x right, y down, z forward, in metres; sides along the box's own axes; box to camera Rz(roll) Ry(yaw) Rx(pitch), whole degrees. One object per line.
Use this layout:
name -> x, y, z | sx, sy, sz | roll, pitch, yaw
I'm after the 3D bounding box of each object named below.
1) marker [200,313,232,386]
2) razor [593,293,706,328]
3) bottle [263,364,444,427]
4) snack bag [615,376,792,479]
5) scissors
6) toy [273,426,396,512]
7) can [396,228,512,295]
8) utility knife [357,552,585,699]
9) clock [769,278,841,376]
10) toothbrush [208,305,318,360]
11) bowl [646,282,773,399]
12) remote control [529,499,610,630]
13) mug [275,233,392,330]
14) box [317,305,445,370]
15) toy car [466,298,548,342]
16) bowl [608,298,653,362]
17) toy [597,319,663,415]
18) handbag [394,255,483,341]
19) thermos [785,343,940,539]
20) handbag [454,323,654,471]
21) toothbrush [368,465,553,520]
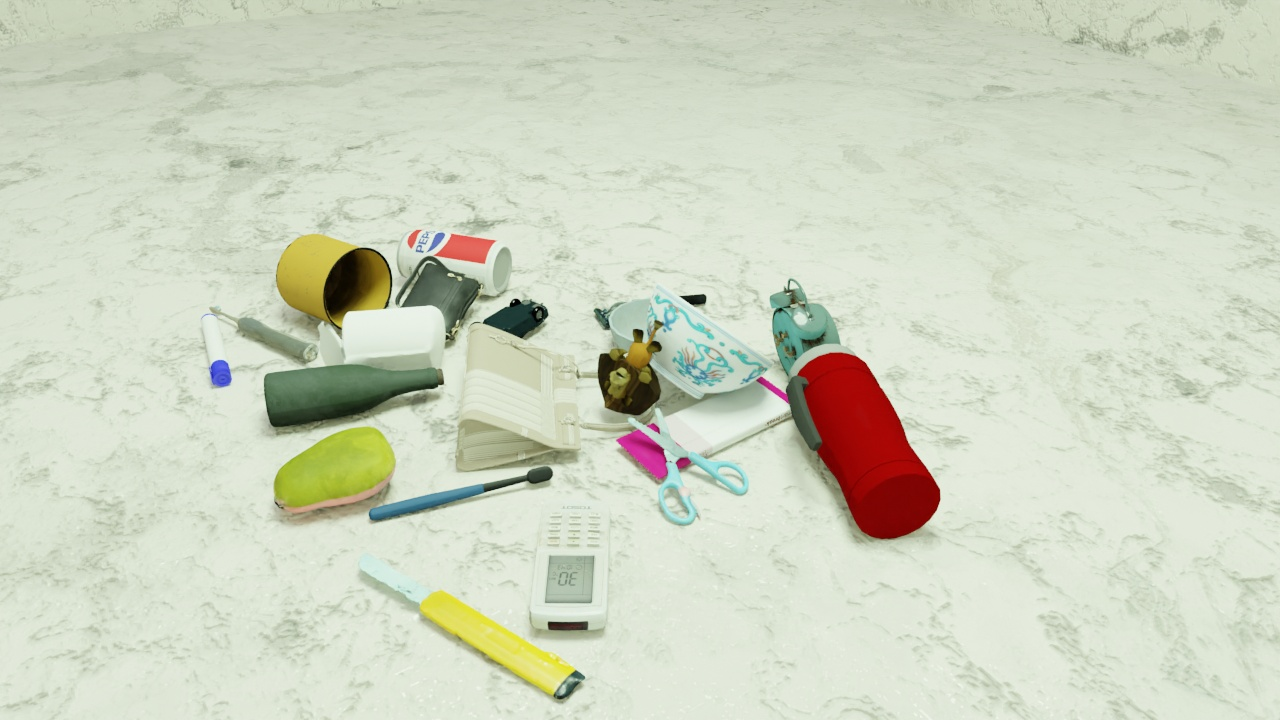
marker -> -0.479, -0.013, 1.031 | 0.020, 0.020, 0.141 | -15, 35, -23
razor -> 0.015, -0.068, 1.128 | 0.144, 0.022, 0.042 | -11, 35, -19
bottle -> -0.289, 0.029, 0.937 | 0.174, 0.055, 0.055 | -8, 33, -16
snack bag -> 0.073, 0.064, 0.924 | 0.196, 0.016, 0.070 | -22, 43, -31
scissors -> 0.049, 0.091, 0.861 | 0.111, 0.015, 0.140 | -4, 52, -16
toy -> -0.277, 0.099, 0.828 | 0.109, 0.051, 0.090 | -18, 35, -23
can -> -0.236, -0.126, 1.167 | 0.132, 0.070, 0.070 | 10, 33, 14
utility knife -> -0.138, 0.197, 0.706 | 0.224, 0.019, 0.030 | 24, 33, 25
clock -> 0.174, -0.032, 0.979 | 0.053, 0.124, 0.090 | -17, 36, -11
toothbrush -> -0.445, -0.035, 1.066 | 0.186, 0.022, 0.024 | 19, 34, 28
bowl -> 0.056, -0.008, 0.942 | 0.144, 0.074, 0.144 | 35, 5, -4
remote control -> -0.056, 0.165, 0.752 | 0.060, 0.025, 0.138 | 0, 32, -1
mug -> -0.360, -0.092, 1.098 | 0.094, 0.100, 0.123 | 19, -4, 29
box -> -0.283, -0.015, 0.986 | 0.143, 0.080, 0.089 | -3, 51, -4
toy car -> -0.153, -0.040, 1.066 | 0.046, 0.034, 0.111 | 20, 36, 27
bowl -> 0.017, -0.030, 1.050 | 0.106, 0.039, 0.106 | 1, 32, -1
toy -> -0.005, 0.005, 0.900 | 0.076, 0.100, 0.062 | 37, 28, 21
handbag -> -0.237, -0.067, 1.081 | 0.079, 0.054, 0.128 | 12, 45, 5
thermos -> 0.192, 0.066, 0.853 | 0.108, 0.084, 0.198 | 15, 30, -20
handbag -> -0.083, 0.040, 0.940 | 0.198, 0.062, 0.175 | 5, 32, -10
toothbrush -> -0.160, 0.120, 0.830 | 0.167, 0.014, 0.014 | -12, 1, -15
